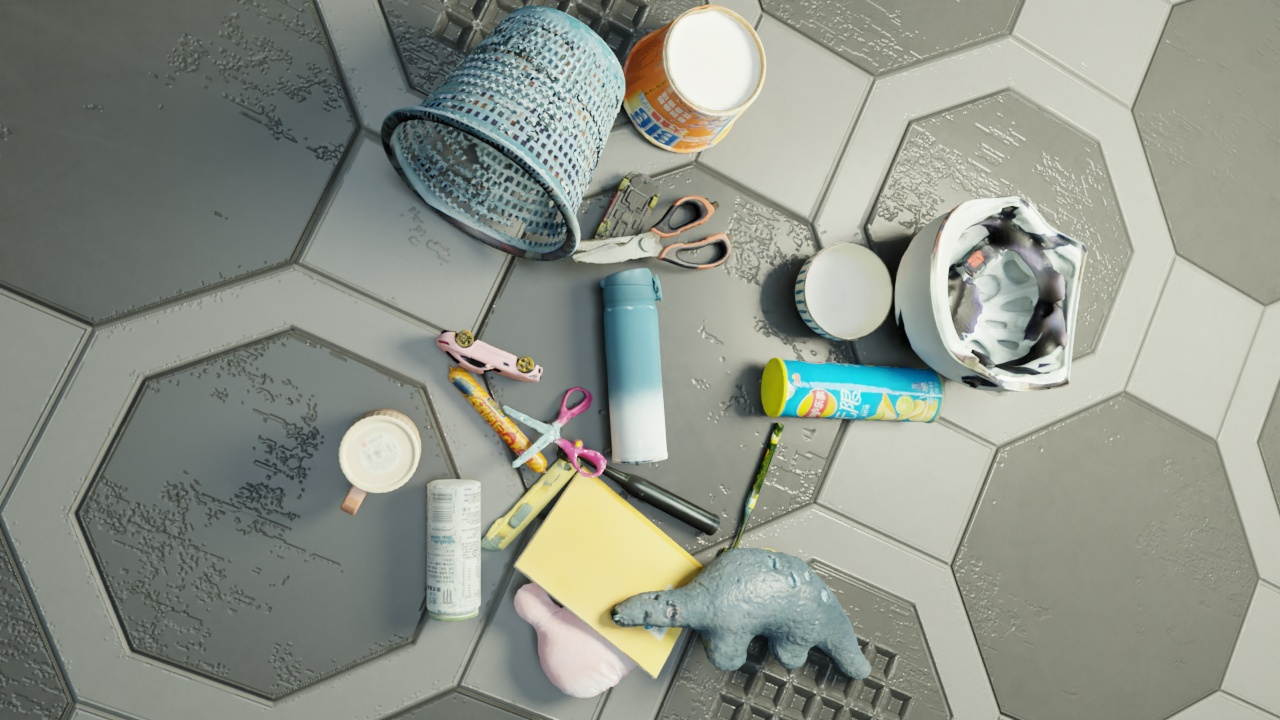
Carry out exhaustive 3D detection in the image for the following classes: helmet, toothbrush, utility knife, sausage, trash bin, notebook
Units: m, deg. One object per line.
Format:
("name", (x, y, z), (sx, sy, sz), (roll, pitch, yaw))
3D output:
("helmet", (0.397, -0.073, 1.097), (0.258, 0.146, 0.229), (11, 81, -25))
("toothbrush", (-0.003, 0.148, 1.061), (0.212, 0.026, 0.027), (28, 51, -14))
("utility knife", (-0.121, 0.157, 1.044), (0.031, 0.018, 0.162), (45, 75, -14))
("sausage", (-0.160, 0.067, 1.029), (0.021, 0.021, 0.165), (-43, 98, -11))
("trash bin", (-0.121, -0.247, 0.960), (0.226, 0.227, 0.194), (33, 69, -11))
("notebook", (-0.026, 0.237, 1.038), (0.206, 0.010, 0.145), (41, 57, -10))
("toothbrush", (0.133, 0.161, 1.105), (0.017, 0.012, 0.185), (22, 84, -2))

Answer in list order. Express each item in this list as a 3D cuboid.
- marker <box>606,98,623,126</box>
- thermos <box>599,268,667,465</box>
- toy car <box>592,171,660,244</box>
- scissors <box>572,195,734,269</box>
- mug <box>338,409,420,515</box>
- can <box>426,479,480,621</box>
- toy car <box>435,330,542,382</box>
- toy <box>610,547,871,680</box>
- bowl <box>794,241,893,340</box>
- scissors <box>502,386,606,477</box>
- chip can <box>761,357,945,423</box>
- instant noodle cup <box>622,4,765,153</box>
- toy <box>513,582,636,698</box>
("marker", (-0.057, -0.262, 1.063), (0.018, 0.015, 0.124), (40, 78, -9))
("thermos", (-0.006, 0.006, 1.045), (0.070, 0.070, 0.220), (-3, 90, -14))
("toy car", (-0.016, -0.168, 1.062), (0.049, 0.031, 0.106), (28, 78, -13))
("scissors", (0.014, -0.146, 1.043), (0.206, 0.015, 0.193), (31, 67, -25))
("mug", (-0.279, 0.107, 0.956), (0.081, 0.106, 0.114), (30, 82, -11))
("can", (-0.203, 0.204, 0.998), (0.058, 0.058, 0.146), (0, 90, -14))
("toy car", (-0.167, -0.001, 1.011), (0.122, 0.056, 0.037), (23, 80, -13))
("toy", (0.137, 0.287, 1.060), (0.356, 0.091, 0.138), (16, 91, -23))
("bowl", (0.236, -0.080, 1.105), (0.116, 0.066, 0.116), (0, 89, -15))
("scissors", (-0.093, 0.078, 1.032), (0.133, 0.017, 0.135), (29, 62, -4))
("chip can", (0.256, 0.037, 1.105), (0.210, 0.071, 0.071), (3, 88, -13))
("instant noodle cup", (0.065, -0.322, 1.038), (0.151, 0.111, 0.151), (0, 89, -18))
("toy", (-0.068, 0.298, 1.032), (0.121, 0.054, 0.159), (-36, 99, -20))
